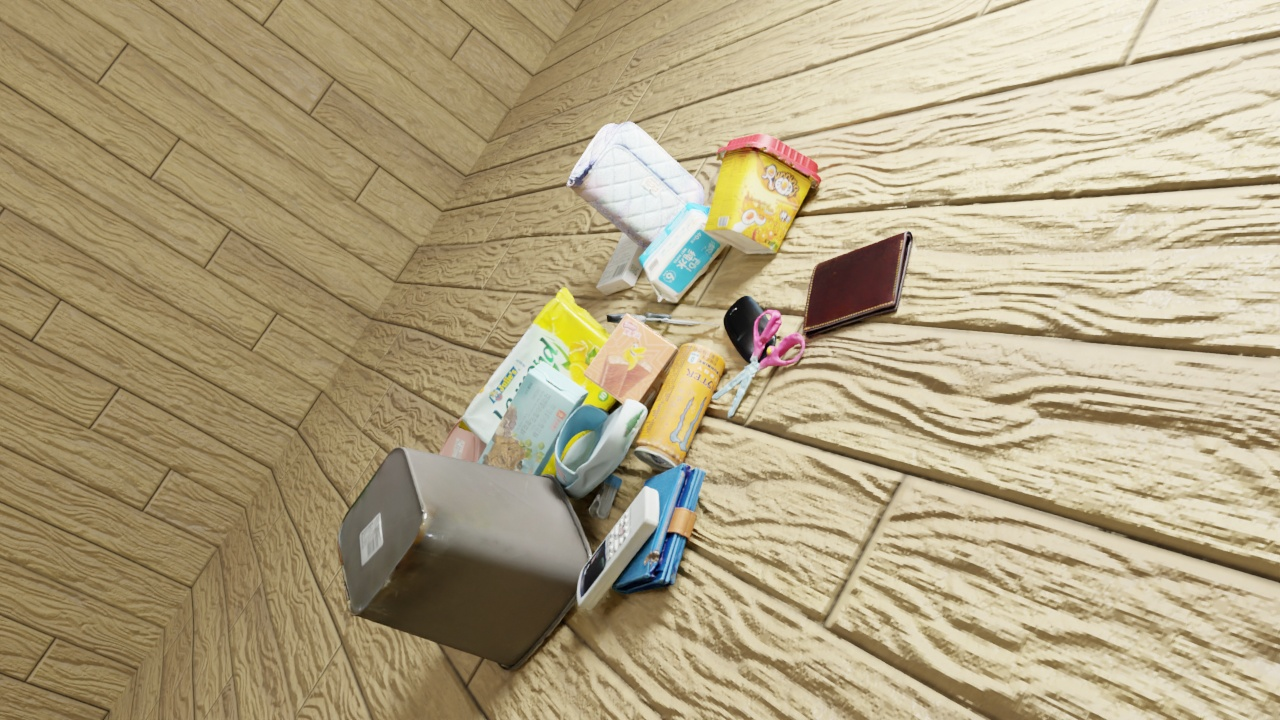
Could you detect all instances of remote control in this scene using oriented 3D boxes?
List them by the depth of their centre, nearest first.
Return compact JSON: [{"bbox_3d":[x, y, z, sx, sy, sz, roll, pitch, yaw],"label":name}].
[{"bbox_3d":[-0.026,0.201,0.979,0.150,0.021,0.058,-55,16,26],"label":"remote control"},{"bbox_3d":[0.124,-0.041,1.084,0.053,0.024,0.136,-48,26,15],"label":"remote control"}]

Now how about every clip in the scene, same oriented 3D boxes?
[{"bbox_3d":[-0.042,0.166,1.121,0.029,0.024,0.056,-6,59,59],"label":"clip"}]

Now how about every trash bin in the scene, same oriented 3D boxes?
[{"bbox_3d":[-0.211,0.222,1.066,0.199,0.219,0.199,-53,39,15],"label":"trash bin"}]

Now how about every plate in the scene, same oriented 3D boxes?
[{"bbox_3d":[-0.275,0.185,1.362,0.230,0.028,0.229,-44,37,46],"label":"plate"}]

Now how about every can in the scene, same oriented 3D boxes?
[{"bbox_3d":[0.046,0.054,1.063,0.058,0.058,0.145,-8,51,57],"label":"can"}]

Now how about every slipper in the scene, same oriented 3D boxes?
[{"bbox_3d":[-0.062,0.101,1.119,0.103,0.074,0.246,-61,7,-26],"label":"slipper"}]

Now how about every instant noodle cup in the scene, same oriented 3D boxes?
[{"bbox_3d":[0.147,-0.206,1.162,0.116,0.116,0.123,13,81,64],"label":"instant noodle cup"}]

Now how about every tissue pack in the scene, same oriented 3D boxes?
[{"bbox_3d":[0.060,-0.151,1.288,0.140,0.063,0.090,-49,27,15],"label":"tissue pack"}]

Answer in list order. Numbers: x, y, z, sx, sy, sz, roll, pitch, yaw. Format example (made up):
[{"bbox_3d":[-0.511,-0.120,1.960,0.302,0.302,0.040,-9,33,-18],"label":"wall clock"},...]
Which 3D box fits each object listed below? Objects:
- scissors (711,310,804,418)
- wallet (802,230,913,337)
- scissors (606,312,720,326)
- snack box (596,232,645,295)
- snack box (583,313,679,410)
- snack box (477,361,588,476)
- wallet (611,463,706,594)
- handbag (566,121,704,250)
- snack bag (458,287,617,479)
[{"bbox_3d":[0.124,0.000,1.024,0.136,0.017,0.105,-39,49,29],"label":"scissors"},{"bbox_3d":[0.225,-0.079,0.962,0.123,0.020,0.096,-19,48,50],"label":"wallet"},{"bbox_3d":[0.029,-0.054,1.217,0.173,0.159,0.014,-35,-54,-80],"label":"scissors"},{"bbox_3d":[-0.013,-0.182,1.499,0.085,0.027,0.156,-12,48,56],"label":"snack box"},{"bbox_3d":[-0.007,0.007,1.147,0.094,0.077,0.093,-55,-11,-1],"label":"snack box"},{"bbox_3d":[-0.142,0.093,1.191,0.175,0.074,0.051,-59,-8,24],"label":"snack box"},{"bbox_3d":[0.019,0.180,0.977,0.107,0.040,0.132,-33,33,55],"label":"wallet"},{"bbox_3d":[-0.002,-0.257,1.375,0.134,0.194,0.076,-57,27,-6],"label":"handbag"},{"bbox_3d":[-0.120,0.043,1.268,0.246,0.158,0.068,-52,0,5],"label":"snack bag"}]
